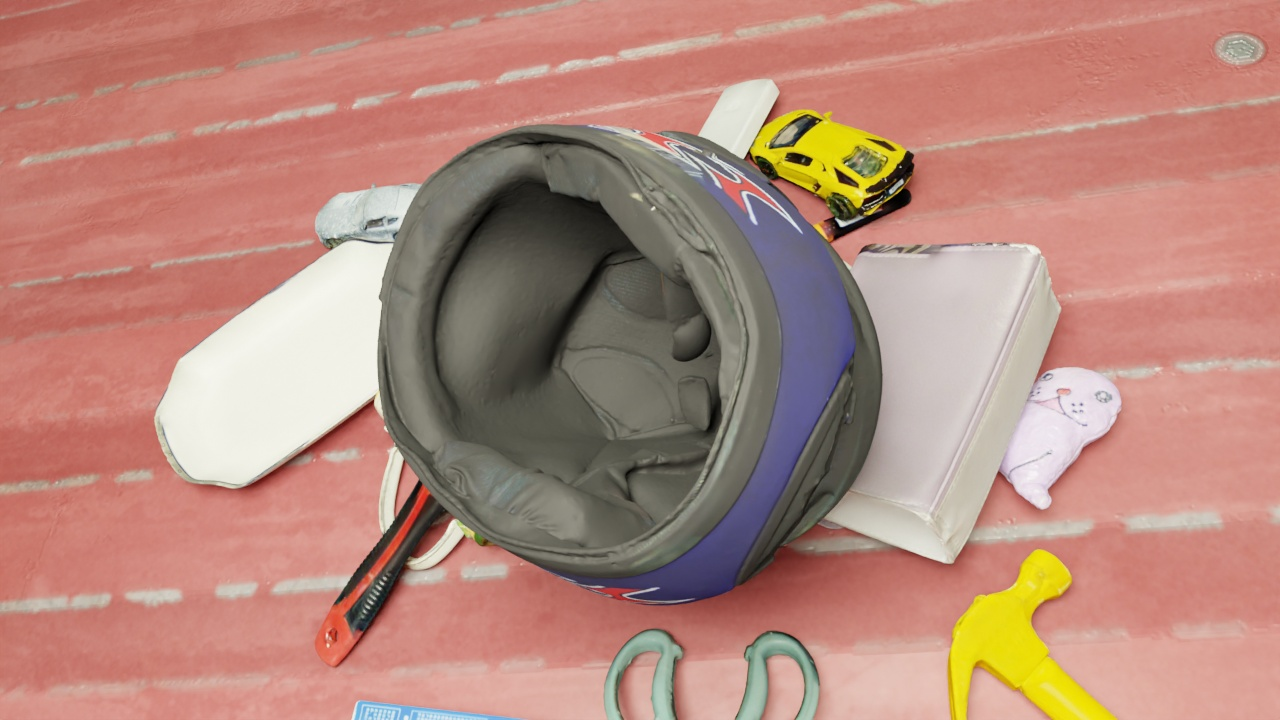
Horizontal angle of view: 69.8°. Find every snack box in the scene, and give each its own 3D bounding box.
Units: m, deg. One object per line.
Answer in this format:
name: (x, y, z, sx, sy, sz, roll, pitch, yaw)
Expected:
snack box: (-0.120, 0.274, 0.595, 0.157, 0.026, 0.084, 1, 62, 14)

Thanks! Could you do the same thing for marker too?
marker: (0.163, -0.110, 0.743, 0.124, 0.015, 0.018, -25, 62, -3)

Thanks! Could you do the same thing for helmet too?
helmet: (0.015, 0.003, 0.514, 0.316, 0.240, 0.247, 32, 102, 45)

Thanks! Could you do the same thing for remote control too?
remote control: (0.072, -0.188, 0.794, 0.056, 0.019, 0.135, 5, 59, 47)

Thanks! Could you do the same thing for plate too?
plate: (-0.281, 0.003, 0.779, 0.265, 0.034, 0.162, -38, 60, -8)

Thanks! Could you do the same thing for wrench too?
wrench: (-0.159, 0.100, 0.663, 0.056, 0.016, 0.273, 30, 90, 30)

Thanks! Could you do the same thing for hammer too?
hammer: (0.298, 0.247, 0.502, 0.128, 0.033, 0.301, -42, 60, -10)

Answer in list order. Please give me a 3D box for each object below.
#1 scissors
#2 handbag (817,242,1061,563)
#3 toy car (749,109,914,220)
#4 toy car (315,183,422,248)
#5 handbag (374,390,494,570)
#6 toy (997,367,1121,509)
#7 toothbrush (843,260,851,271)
scissors: (0.054, 0.221, 0.549, 0.169, 0.019, 0.177, -12, 30, -4)
handbag: (0.176, 0.020, 0.619, 0.145, 0.098, 0.196, 16, 67, 39)
toy car: (0.151, -0.168, 0.755, 0.071, 0.041, 0.156, -42, 50, -12)
toy car: (-0.245, -0.136, 0.846, 0.121, 0.037, 0.054, -5, 61, 15)
handbag: (-0.139, 0.068, 0.703, 0.179, 0.063, 0.163, -48, 61, 3)
toy: (0.271, 0.045, 0.617, 0.108, 0.039, 0.084, -43, 39, -9)
toothbrush: (0.110, -0.110, 0.729, 0.191, 0.016, 0.018, 38, 70, 12)
